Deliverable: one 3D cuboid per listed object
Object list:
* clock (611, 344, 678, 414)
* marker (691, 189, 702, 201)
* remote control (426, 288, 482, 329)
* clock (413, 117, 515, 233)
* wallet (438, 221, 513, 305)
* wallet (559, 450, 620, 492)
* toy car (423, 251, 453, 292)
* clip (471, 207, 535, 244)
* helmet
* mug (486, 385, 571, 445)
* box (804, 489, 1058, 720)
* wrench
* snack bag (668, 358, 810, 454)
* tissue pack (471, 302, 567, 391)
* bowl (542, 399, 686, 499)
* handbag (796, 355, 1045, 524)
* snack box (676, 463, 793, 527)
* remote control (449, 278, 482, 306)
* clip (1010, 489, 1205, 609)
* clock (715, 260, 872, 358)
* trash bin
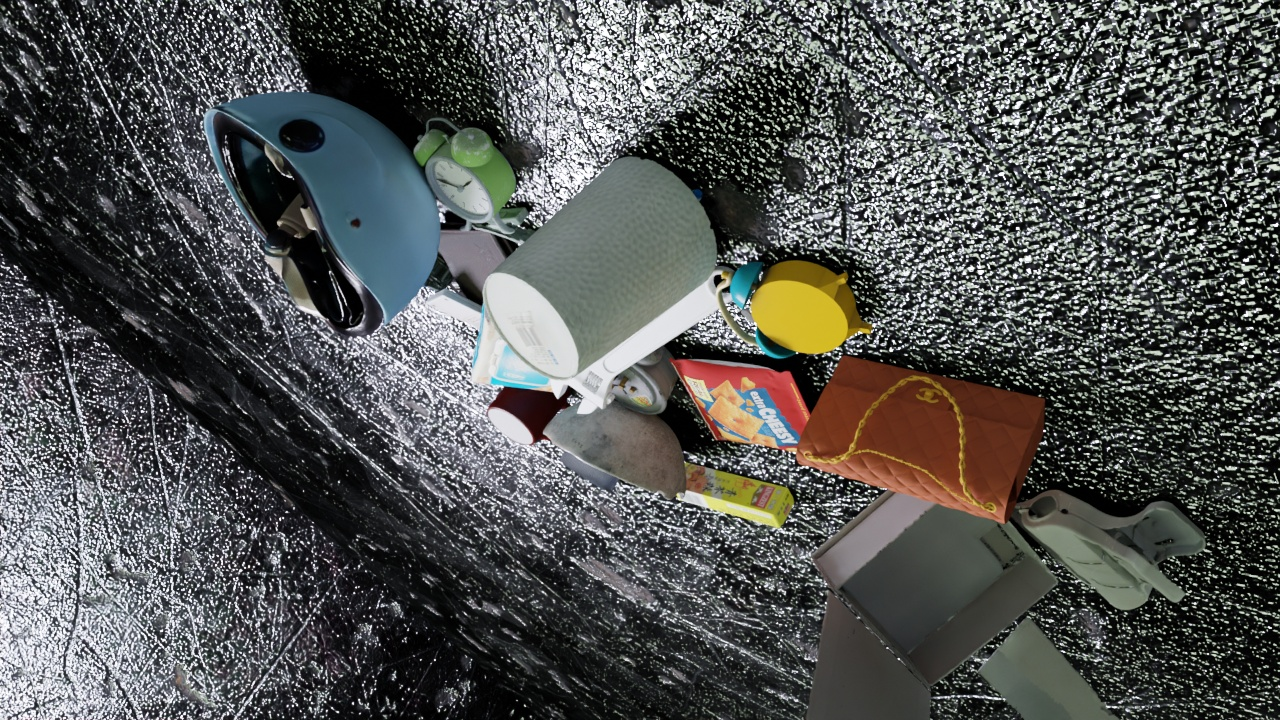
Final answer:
[{"bbox_3d":[-0.006,0.006,0.976,0.104,0.056,0.148,34,153,2],"label":"clock"},{"bbox_3d":[0.019,-0.116,0.814,0.013,0.013,0.142,39,151,-7],"label":"marker"},{"bbox_3d":[-0.181,-0.047,1.080,0.135,0.011,0.050,27,157,-29],"label":"remote control"},{"bbox_3d":[-0.167,-0.181,0.880,0.094,0.042,0.119,10,143,36],"label":"clock"},{"bbox_3d":[-0.172,-0.102,1.017,0.099,0.031,0.120,7,140,34],"label":"wallet"},{"bbox_3d":[-0.064,0.138,1.262,0.089,0.026,0.115,31,151,4],"label":"wallet"},{"bbox_3d":[-0.267,-0.126,1.053,0.120,0.056,0.043,36,175,-13],"label":"toy car"},{"bbox_3d":[-0.144,-0.141,0.936,0.076,0.023,0.057,15,144,28],"label":"clip"},{"bbox_3d":[-0.311,-0.162,0.928,0.265,0.166,0.226,44,149,2],"label":"helmet"},{"bbox_3d":[-0.128,0.063,1.157,0.105,0.082,0.073,37,151,-4],"label":"mug"},{"bbox_3d":[0.237,0.255,0.793,0.167,0.337,0.161,45,139,-19],"label":"box"},{"bbox_3d":[0.000,-0.017,0.901,0.066,0.018,0.274,50,132,-5],"label":"wrench"},{"bbox_3d":[0.112,0.047,0.930,0.144,0.039,0.131,7,140,41],"label":"snack bag"},{"bbox_3d":[-0.124,-0.021,1.016,0.117,0.066,0.210,8,155,-12],"label":"tissue pack"},{"bbox_3d":[-0.018,0.089,1.068,0.178,0.081,0.178,25,178,1],"label":"bowl"},{"bbox_3d":[0.228,0.061,0.758,0.172,0.108,0.060,14,145,33],"label":"handbag"},{"bbox_3d":[0.109,0.160,1.100,0.148,0.040,0.029,10,143,38],"label":"snack box"},{"bbox_3d":[-0.188,-0.050,1.128,0.030,0.009,0.140,1,136,45],"label":"remote control"},{"bbox_3d":[0.401,0.164,0.792,0.124,0.073,0.143,38,161,-11],"label":"clip"},{"bbox_3d":[0.126,-0.044,0.782,0.130,0.043,0.099,-3,134,38],"label":"clock"},{"bbox_3d":[-0.037,-0.072,0.762,0.133,0.161,0.133,32,146,24],"label":"trash bin"}]
